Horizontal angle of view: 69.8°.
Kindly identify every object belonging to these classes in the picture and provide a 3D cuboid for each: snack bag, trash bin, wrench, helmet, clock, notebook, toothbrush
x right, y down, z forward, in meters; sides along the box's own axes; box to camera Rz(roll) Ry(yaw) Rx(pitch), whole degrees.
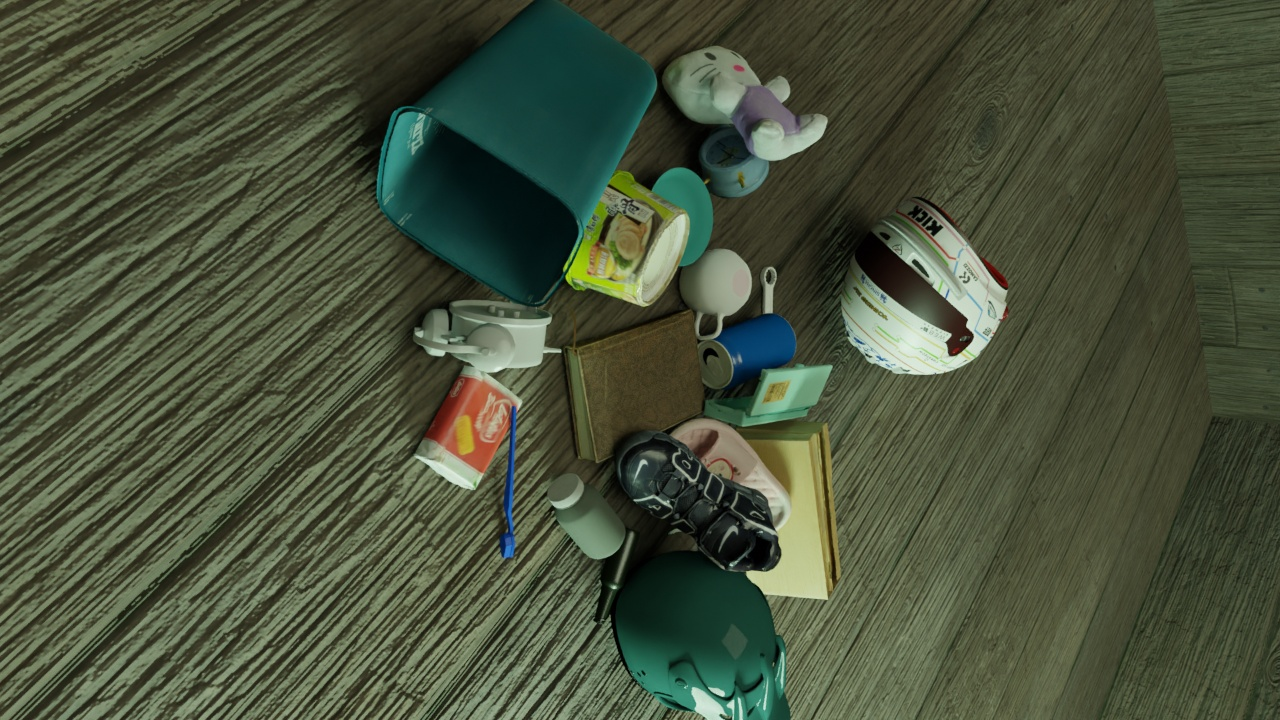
[{"bbox_3d":[-0.183,0.072,0.982,0.077,0.036,0.115,43,66,-40],"label":"snack bag"},{"bbox_3d":[-0.108,-0.211,0.896,0.199,0.197,0.218,33,59,-6],"label":"trash bin"},{"bbox_3d":[0.187,-0.002,1.362,0.047,0.009,0.273,-7,100,-44],"label":"wrench"},{"bbox_3d":[0.090,0.377,1.178,0.176,0.201,0.275,-36,119,-37],"label":"helmet"},{"bbox_3d":[0.431,-0.095,1.437,0.236,0.231,0.314,-48,143,15],"label":"helmet"},{"bbox_3d":[-0.159,-0.029,0.939,0.158,0.120,0.061,-8,110,-55],"label":"clock"},{"bbox_3d":[-0.006,0.009,1.151,0.214,0.035,0.190,-22,110,-42],"label":"notebook"},{"bbox_3d":[0.124,-0.272,1.204,0.052,0.089,0.124,58,46,-53],"label":"clock"},{"bbox_3d":[-0.146,0.137,1.019,0.011,0.016,0.187,-11,116,-36],"label":"toothbrush"}]

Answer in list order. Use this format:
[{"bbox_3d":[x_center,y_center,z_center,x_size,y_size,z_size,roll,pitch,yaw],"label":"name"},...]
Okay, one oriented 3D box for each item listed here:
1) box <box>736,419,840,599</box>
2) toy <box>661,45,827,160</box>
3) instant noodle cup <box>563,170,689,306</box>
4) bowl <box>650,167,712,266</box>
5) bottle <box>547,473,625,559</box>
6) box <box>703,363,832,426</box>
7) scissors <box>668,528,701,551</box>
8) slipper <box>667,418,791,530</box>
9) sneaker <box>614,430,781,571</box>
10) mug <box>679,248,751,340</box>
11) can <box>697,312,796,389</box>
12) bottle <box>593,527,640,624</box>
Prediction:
[{"bbox_3d":[0.208,0.215,1.320,0.091,0.128,0.249,-30,117,-50],"label":"box"},{"bbox_3d":[0.126,-0.321,1.147,0.137,0.209,0.086,-20,142,-35],"label":"toy"},{"bbox_3d":[-0.012,-0.132,1.043,0.145,0.098,0.146,-56,163,-26],"label":"instant noodle cup"},{"bbox_3d":[0.035,-0.180,1.160,0.120,0.046,0.121,-7,100,-44],"label":"bowl"},{"bbox_3d":[-0.066,0.185,1.097,0.060,0.060,0.108,-53,128,-27],"label":"bottle"},{"bbox_3d":[0.178,0.041,1.264,0.186,0.078,0.113,-6,128,-51],"label":"box"},{"bbox_3d":[0.087,0.236,1.290,0.127,0.014,0.127,-8,101,-43],"label":"scissors"},{"bbox_3d":[0.120,0.159,1.233,0.221,0.055,0.107,40,99,-20],"label":"slipper"},{"bbox_3d":[0.077,0.189,1.118,0.252,0.150,0.097,32,100,-25],"label":"sneaker"},{"bbox_3d":[0.100,-0.086,1.214,0.090,0.076,0.123,17,82,-45],"label":"mug"},{"bbox_3d":[0.146,-0.013,1.270,0.145,0.079,0.079,-20,109,-42],"label":"can"},{"bbox_3d":[-0.034,0.271,1.160,0.033,0.033,0.122,28,76,-43],"label":"bottle"}]
